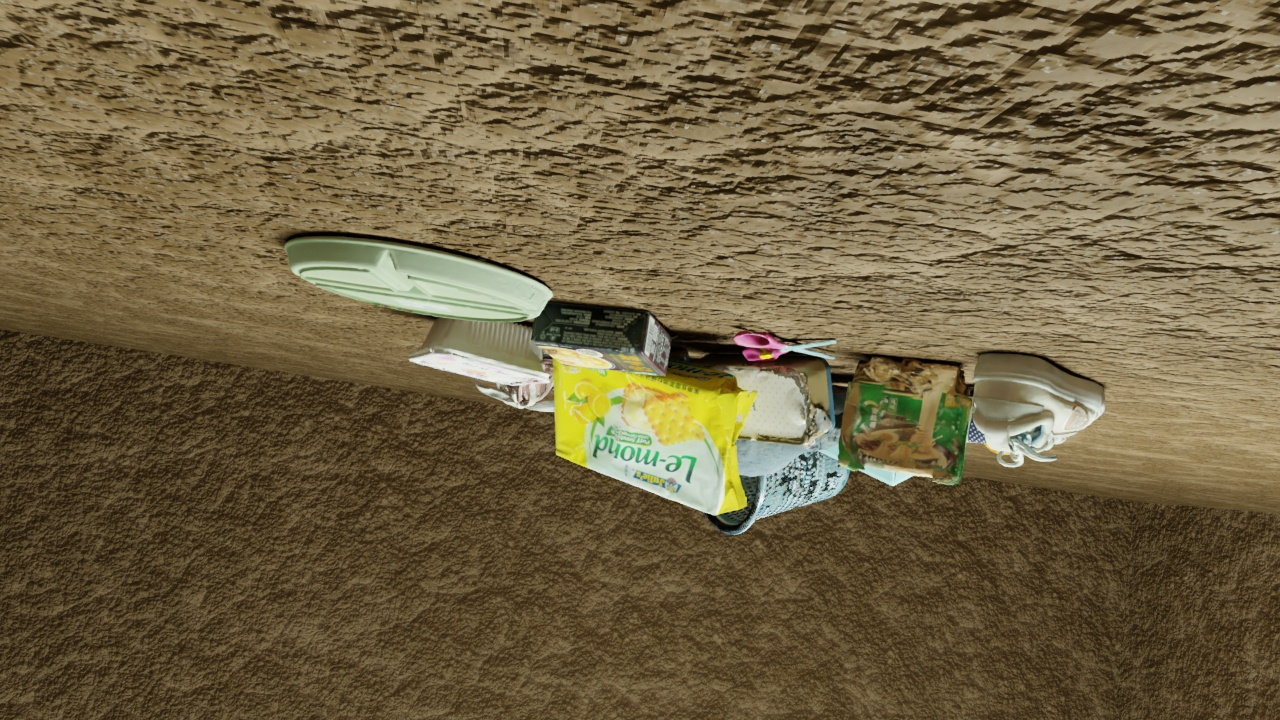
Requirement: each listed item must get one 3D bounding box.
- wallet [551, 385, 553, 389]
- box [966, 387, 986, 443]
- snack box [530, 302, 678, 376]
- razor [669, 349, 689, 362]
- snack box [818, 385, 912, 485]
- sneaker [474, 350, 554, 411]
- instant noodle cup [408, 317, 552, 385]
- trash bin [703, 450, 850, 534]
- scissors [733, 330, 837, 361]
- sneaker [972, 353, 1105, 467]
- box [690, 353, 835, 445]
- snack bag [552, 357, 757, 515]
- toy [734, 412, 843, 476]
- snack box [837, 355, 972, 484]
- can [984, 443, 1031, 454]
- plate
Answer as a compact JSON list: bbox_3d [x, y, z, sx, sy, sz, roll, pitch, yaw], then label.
[{"bbox_3d":[-0.194,0.012,1.416,0.133,0.040,0.106,13,-179,-34],"label":"wallet"},{"bbox_3d":[0.362,0.062,1.047,0.060,0.072,0.164,-16,-173,-23],"label":"box"},{"bbox_3d":[-0.032,-0.021,0.910,0.113,0.053,0.125,6,168,16],"label":"snack box"},{"bbox_3d":[-0.007,0.007,1.113,0.168,0.062,0.067,-6,134,47],"label":"razor"},{"bbox_3d":[0.259,0.085,1.089,0.074,0.052,0.175,-20,-152,-31],"label":"snack box"},{"bbox_3d":[-0.157,0.021,1.224,0.118,0.087,0.241,11,172,-25],"label":"sneaker"},{"bbox_3d":[-0.185,-0.015,1.063,0.138,0.060,0.174,16,169,-23],"label":"instant noodle cup"},{"bbox_3d":[0.210,0.148,1.440,0.194,0.226,0.227,-3,179,-25],"label":"trash bin"},{"bbox_3d":[0.138,-0.013,0.895,0.133,0.017,0.134,13,167,-33],"label":"scissors"},{"bbox_3d":[0.379,0.058,0.872,0.090,0.090,0.242,4,173,39],"label":"sneaker"},{"bbox_3d":[0.118,0.040,0.999,0.185,0.090,0.062,6,-164,44],"label":"box"},{"bbox_3d":[0.009,0.061,1.006,0.247,0.158,0.068,17,-147,27],"label":"snack bag"},{"bbox_3d":[0.114,0.077,1.121,0.357,0.138,0.091,11,-143,39],"label":"toy"},{"bbox_3d":[0.273,0.060,0.932,0.118,0.117,0.105,9,179,21],"label":"snack box"},{"bbox_3d":[0.461,0.084,1.118,0.058,0.058,0.146,7,173,8],"label":"can"},{"bbox_3d":[-0.193,-0.066,0.803,0.230,0.027,0.230,9,173,1],"label":"plate"}]
